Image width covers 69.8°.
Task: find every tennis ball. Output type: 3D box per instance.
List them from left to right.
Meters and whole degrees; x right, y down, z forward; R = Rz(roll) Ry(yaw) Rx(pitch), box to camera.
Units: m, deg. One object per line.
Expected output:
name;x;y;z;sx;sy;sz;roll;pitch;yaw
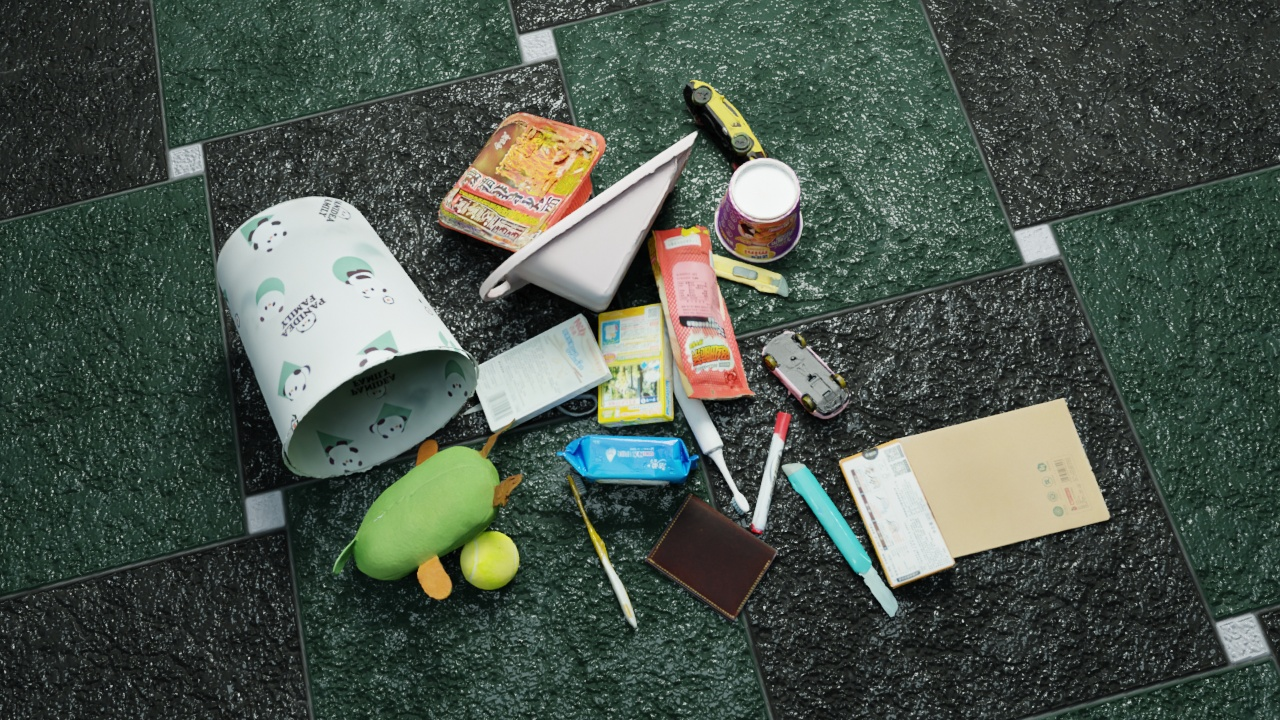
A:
tennis ball;-0.170;0.225;1.035;0.065;0.065;0.065;-1;73;3

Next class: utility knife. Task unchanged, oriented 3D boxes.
utility knife;0.107;-0.113;1.150;0.165;0.018;0.030;15;69;12
utility knife;0.229;0.201;1.049;0.029;0.013;0.205;-31;72;-8

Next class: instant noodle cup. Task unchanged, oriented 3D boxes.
instant noodle cup;-0.140;-0.211;1.140;0.165;0.079;0.188;24;74;28
instant noodle cup;0.148;-0.188;1.124;0.111;0.099;0.111;-1;75;3

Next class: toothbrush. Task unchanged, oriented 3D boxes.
toothbrush;-0.042;0.217;1.058;0.018;0.016;0.191;-22;73;-13
toothbrush;0.074;0.080;1.086;0.026;0.026;0.221;-16;72;-31

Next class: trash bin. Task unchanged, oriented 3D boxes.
trash bin;-0.346;-0.033;1.047;0.229;0.230;0.252;-33;70;-7

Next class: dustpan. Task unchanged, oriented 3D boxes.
dustpan;-0.062;-0.160;1.064;0.139;0.222;0.273;28;84;-2

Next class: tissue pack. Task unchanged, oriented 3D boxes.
tissue pack;-0.013;0.116;1.045;0.157;0.095;0.052;2;79;4

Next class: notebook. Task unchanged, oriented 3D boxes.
notebook;0.416;0.137;1.061;0.207;0.008;0.147;-14;73;-1

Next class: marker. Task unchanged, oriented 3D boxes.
marker;0.152;0.131;1.072;0.017;0.017;0.145;14;75;7

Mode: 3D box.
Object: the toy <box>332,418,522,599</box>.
toy;-0.227;0.166;1.026;0.247;0.090;0.226;-32;38;12

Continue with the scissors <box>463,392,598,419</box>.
scissors;-0.127;0.030;1.120;0.159;0.014;0.174;38;81;15

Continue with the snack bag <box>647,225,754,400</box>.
snack bag;0.069;-0.053;1.082;0.073;0.128;0.207;-24;71;36

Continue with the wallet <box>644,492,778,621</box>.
wallet;0.080;0.224;1.048;0.122;0.020;0.096;33;83;10

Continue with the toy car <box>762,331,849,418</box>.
toy car;0.197;0.018;1.094;0.056;0.037;0.122;-34;62;-10

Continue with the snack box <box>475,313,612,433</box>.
snack box;-0.120;0.017;1.093;0.157;0.027;0.084;-26;72;6

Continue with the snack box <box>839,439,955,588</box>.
snack box;0.289;0.173;1.043;0.075;0.026;0.153;-22;73;5

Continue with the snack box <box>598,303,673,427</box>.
snack box;-0.006;0.006;1.093;0.087;0.033;0.140;-9;70;25

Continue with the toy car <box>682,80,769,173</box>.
toy car;0.108;-0.298;1.172;0.041;0.071;0.156;-35;74;-6
